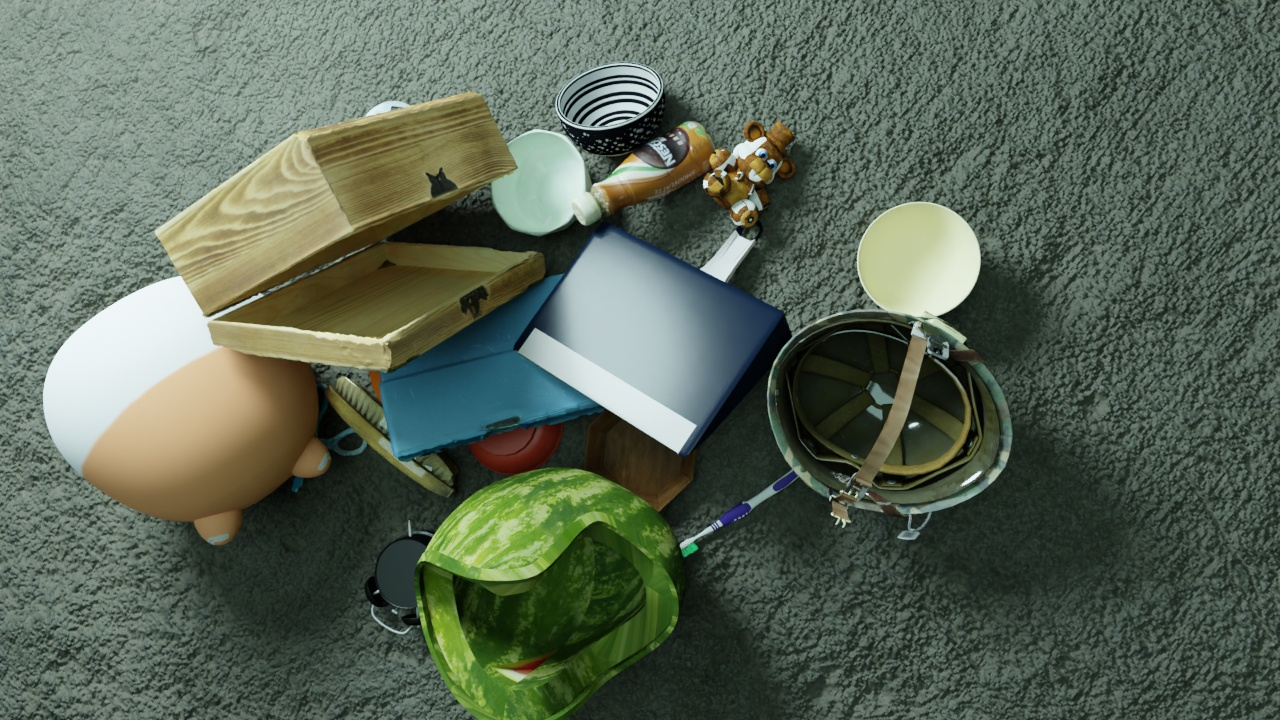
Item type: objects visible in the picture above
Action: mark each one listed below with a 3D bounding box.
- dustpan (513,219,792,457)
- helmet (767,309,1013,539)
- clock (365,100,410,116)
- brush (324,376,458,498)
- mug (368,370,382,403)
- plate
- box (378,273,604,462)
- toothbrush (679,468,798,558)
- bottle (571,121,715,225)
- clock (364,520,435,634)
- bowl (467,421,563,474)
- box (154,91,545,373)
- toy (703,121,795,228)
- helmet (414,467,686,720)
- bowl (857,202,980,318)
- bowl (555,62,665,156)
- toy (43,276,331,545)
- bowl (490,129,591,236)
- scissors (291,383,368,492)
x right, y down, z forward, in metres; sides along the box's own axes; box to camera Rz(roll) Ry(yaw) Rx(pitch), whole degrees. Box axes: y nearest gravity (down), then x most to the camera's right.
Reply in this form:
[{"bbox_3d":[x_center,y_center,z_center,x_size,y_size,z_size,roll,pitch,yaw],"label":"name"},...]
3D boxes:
[{"bbox_3d":[0.042,-0.057,0.967,0.236,0.080,0.273,30,81,27],"label":"dustpan"},{"bbox_3d":[0.233,0.048,0.861,0.224,0.235,0.193,28,106,23],"label":"helmet"},{"bbox_3d":[-0.290,-0.245,1.090,0.090,0.052,0.129,13,87,12],"label":"clock"},{"bbox_3d":[-0.285,0.087,1.059,0.195,0.059,0.043,39,86,10],"label":"brush"},{"bbox_3d":[-0.252,-0.008,1.049,0.096,0.077,0.112,-15,85,10],"label":"mug"},{"bbox_3d":[0.002,0.102,1.014,0.131,0.025,0.131,-1,85,12],"label":"plate"},{"bbox_3d":[-0.167,0.000,0.987,0.231,0.033,0.174,-15,68,-11],"label":"box"},{"bbox_3d":[0.109,0.162,0.993,0.187,0.015,0.016,-35,84,6],"label":"toothbrush"},{"bbox_3d":[0.002,-0.199,0.998,0.167,0.059,0.059,-32,79,-13],"label":"bottle"},{"bbox_3d":[-0.263,0.252,1.048,0.091,0.042,0.120,28,91,13],"label":"clock"},{"bbox_3d":[-0.151,0.070,1.044,0.122,0.035,0.122,-1,85,12],"label":"bowl"},{"bbox_3d":[-0.284,-0.110,0.944,0.259,0.278,0.221,-17,105,31],"label":"box"},{"bbox_3d":[0.121,-0.208,0.994,0.112,0.067,0.087,-46,112,3],"label":"toy"},{"bbox_3d":[-0.088,0.217,0.917,0.243,0.246,0.213,18,118,52],"label":"helmet"},{"bbox_3d":[0.283,-0.097,0.947,0.118,0.074,0.118,-1,85,12],"label":"bowl"},{"bbox_3d":[-0.029,-0.270,1.025,0.120,0.066,0.120,-7,50,8],"label":"bowl"},{"bbox_3d":[-0.485,0.051,1.007,0.262,0.266,0.280,-39,87,-22],"label":"toy"},{"bbox_3d":[-0.105,-0.196,1.040,0.117,0.061,0.117,0,90,18],"label":"bowl"},{"bbox_3d":[-0.396,0.089,1.107,0.137,0.012,0.127,-24,82,10],"label":"scissors"}]
